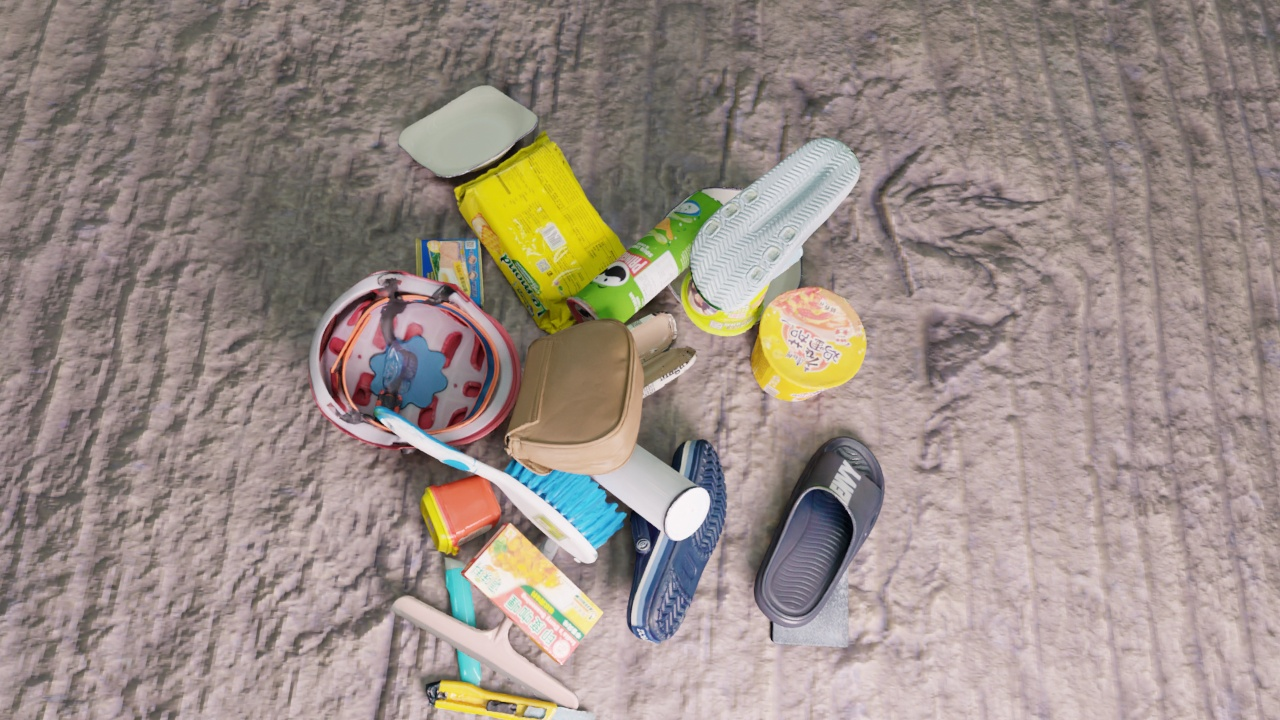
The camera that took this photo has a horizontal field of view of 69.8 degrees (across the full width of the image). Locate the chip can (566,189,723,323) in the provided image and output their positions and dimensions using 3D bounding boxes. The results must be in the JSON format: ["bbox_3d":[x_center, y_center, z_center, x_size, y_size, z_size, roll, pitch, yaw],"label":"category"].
[{"bbox_3d":[0.015,-0.124,1.181,0.235,0.072,0.072,-42,81,-16],"label":"chip can"}]

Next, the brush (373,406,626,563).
[{"bbox_3d":[-0.155,0.126,1.058,0.314,0.061,0.109,44,56,-11],"label":"brush"}]

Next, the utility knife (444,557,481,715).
[{"bbox_3d":[-0.207,0.322,1.079,0.029,0.013,0.182,-8,76,-8],"label":"utility knife"}]

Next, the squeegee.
[{"bbox_3d":[-0.124,0.248,1.095,0.247,0.040,0.249,31,66,-3],"label":"squeegee"}]

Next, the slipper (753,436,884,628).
[{"bbox_3d":[0.232,0.202,1.129,0.111,0.083,0.267,30,63,8],"label":"slipper"}]

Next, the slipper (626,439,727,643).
[{"bbox_3d":[0.033,0.215,1.110,0.095,0.105,0.252,4,57,28],"label":"slipper"}]

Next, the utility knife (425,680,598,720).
[{"bbox_3d":[-0.148,0.397,1.054,0.202,0.015,0.033,11,84,-4],"label":"utility knife"}]

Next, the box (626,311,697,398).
[{"bbox_3d":[-0.006,0.008,1.178,0.162,0.076,0.086,-30,48,-18],"label":"box"}]

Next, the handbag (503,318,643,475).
[{"bbox_3d":[-0.070,0.047,1.064,0.148,0.100,0.204,-4,43,11],"label":"handbag"}]

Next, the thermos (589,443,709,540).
[{"bbox_3d":[-0.017,0.128,1.088,0.073,0.073,0.224,-42,45,-18],"label":"thermos"}]

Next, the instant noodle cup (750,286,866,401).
[{"bbox_3d":[0.210,-0.012,1.197,0.138,0.110,0.138,2,71,-7],"label":"instant noodle cup"}]

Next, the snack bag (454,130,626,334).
[{"bbox_3d":[-0.120,-0.167,1.212,0.157,0.068,0.246,-34,88,-17],"label":"snack bag"}]

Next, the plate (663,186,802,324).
[{"bbox_3d":[0.121,-0.139,1.262,0.205,0.046,0.204,3,71,-7],"label":"plate"}]

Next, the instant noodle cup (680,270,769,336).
[{"bbox_3d":[0.117,-0.103,1.159,0.111,0.124,0.111,2,72,-8],"label":"instant noodle cup"}]

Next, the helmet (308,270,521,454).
[{"bbox_3d":[-0.277,0.010,1.109,0.240,0.144,0.206,19,77,-21],"label":"helmet"}]

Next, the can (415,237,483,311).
[{"bbox_3d":[-0.249,-0.109,1.195,0.083,0.057,0.102,-2,72,-11],"label":"can"}]

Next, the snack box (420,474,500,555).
[{"bbox_3d":[-0.211,0.181,1.087,0.080,0.091,0.082,-20,76,-21],"label":"snack box"}]

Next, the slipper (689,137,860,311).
[{"bbox_3d":[0.156,-0.160,1.077,0.245,0.074,0.104,-44,73,-3],"label":"slipper"}]

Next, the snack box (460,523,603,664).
[{"bbox_3d":[-0.123,0.267,1.052,0.156,0.027,0.076,46,67,-9],"label":"snack box"}]

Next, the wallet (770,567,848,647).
[{"bbox_3d":[0.211,0.294,1.144,0.097,0.019,0.120,5,72,-4],"label":"wallet"}]

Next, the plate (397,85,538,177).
[{"bbox_3d":[-0.231,-0.303,1.248,0.163,0.034,0.164,-37,50,-16],"label":"plate"}]
